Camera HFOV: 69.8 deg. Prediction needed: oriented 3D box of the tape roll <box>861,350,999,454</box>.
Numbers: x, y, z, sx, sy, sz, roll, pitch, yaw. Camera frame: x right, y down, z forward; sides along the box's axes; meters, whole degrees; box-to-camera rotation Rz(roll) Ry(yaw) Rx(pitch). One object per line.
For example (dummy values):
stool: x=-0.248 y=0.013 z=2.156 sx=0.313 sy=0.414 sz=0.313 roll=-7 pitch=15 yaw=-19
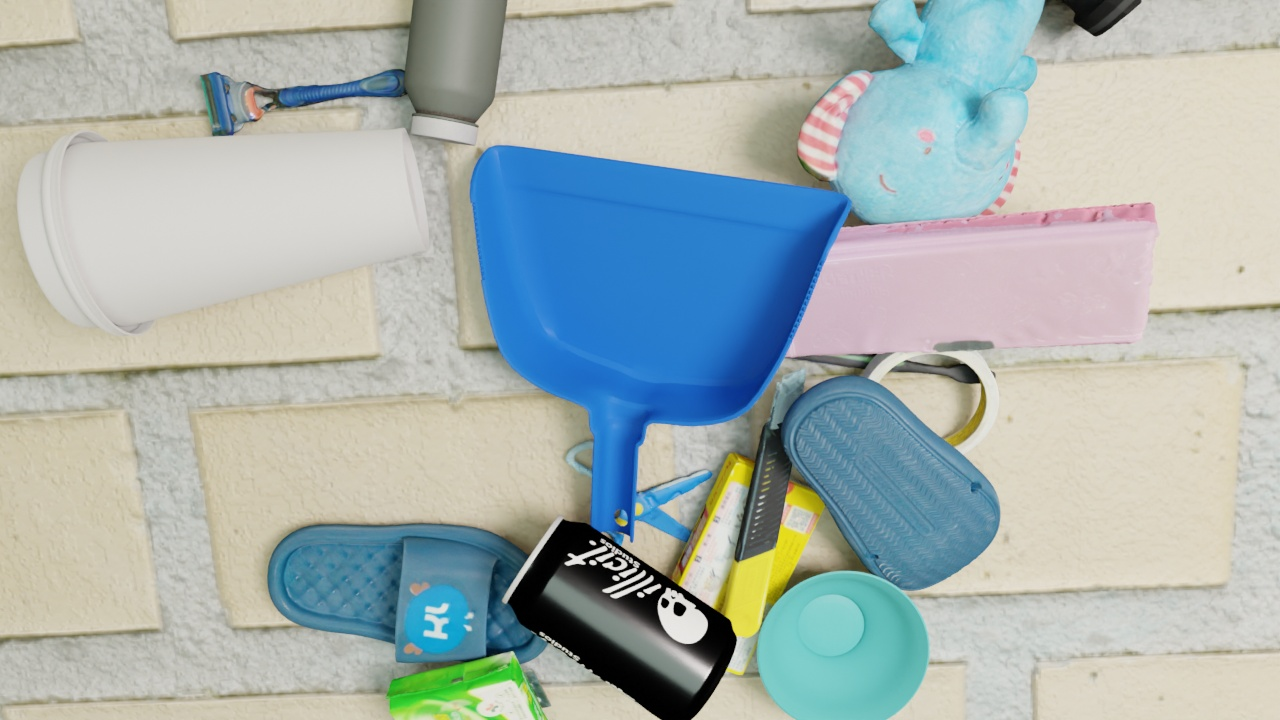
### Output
tape roll: x=0.200 y=0.028 z=0.643 sx=0.094 sy=0.019 sz=0.094 roll=3 pitch=114 yaw=6

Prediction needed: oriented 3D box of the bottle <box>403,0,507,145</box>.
bottle: x=-0.123 y=-0.200 z=0.602 sx=0.060 sy=0.060 sz=0.108 roll=9 pitch=99 yaw=-1

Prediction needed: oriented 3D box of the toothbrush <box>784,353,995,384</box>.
toothbrush: x=0.158 y=0.000 z=0.657 sx=0.188 sy=0.017 sz=0.014 roll=7 pitch=95 yaw=3

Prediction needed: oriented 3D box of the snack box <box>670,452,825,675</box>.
snack box: x=0.070 y=0.149 z=0.670 sx=0.075 sy=0.025 sz=0.152 roll=22 pitch=99 yaw=-10

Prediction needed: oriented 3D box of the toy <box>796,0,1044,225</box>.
toy: x=0.195 y=-0.158 z=0.568 sx=0.183 sy=0.114 sz=0.181 roll=13 pitch=118 yaw=-27

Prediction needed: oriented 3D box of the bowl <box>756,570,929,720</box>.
bowl: x=0.144 y=0.203 z=0.670 sx=0.121 sy=0.046 sz=0.121 roll=0 pitch=99 yaw=1

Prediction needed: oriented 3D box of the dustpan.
dustpan: x=-0.003 y=0.004 z=0.615 sx=0.246 sy=0.059 sz=0.258 roll=12 pitch=117 yaw=18

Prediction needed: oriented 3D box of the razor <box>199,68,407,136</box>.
razor: x=-0.225 y=-0.181 z=0.628 sx=0.141 sy=0.018 sz=0.044 roll=-7 pitch=102 yaw=-2

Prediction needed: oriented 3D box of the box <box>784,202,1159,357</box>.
box: x=0.195 y=-0.049 z=0.585 sx=0.233 sy=0.041 sz=0.098 roll=-3 pitch=129 yaw=21

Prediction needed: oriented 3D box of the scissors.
scissors: x=-0.007 y=0.101 z=0.675 sx=0.125 sy=0.016 sz=0.125 roll=-24 pitch=101 yaw=1

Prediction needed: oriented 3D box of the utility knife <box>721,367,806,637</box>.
utility knife: x=0.087 y=0.099 z=0.636 sx=0.028 sy=0.020 sz=0.198 roll=9 pitch=102 yaw=-9

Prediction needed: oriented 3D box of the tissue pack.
tissue pack: x=-0.121 y=0.260 z=0.672 sx=0.099 sy=0.034 sz=0.114 roll=-15 pitch=126 yaw=2

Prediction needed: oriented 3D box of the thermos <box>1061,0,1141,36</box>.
thermos: x=0.238 y=-0.301 z=0.564 sx=0.218 sy=0.105 sz=0.106 roll=35 pitch=98 yaw=0

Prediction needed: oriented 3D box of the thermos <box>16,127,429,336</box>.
thermos: x=-0.257 y=-0.094 z=0.596 sx=0.222 sy=0.131 sz=0.131 roll=-10 pitch=99 yaw=-5

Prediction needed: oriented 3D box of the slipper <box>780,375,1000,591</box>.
slipper: x=0.174 y=0.081 z=0.629 sx=0.104 sy=0.059 sz=0.214 roll=-34 pitch=120 yaw=16

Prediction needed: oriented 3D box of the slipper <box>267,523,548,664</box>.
slipper: x=-0.167 y=0.168 z=0.665 sx=0.214 sy=0.059 sz=0.104 roll=10 pitch=96 yaw=0

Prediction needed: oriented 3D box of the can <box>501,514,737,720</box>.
can: x=-0.014 y=0.174 z=0.621 sx=0.146 sy=0.080 sz=0.080 roll=33 pitch=98 yaw=3
